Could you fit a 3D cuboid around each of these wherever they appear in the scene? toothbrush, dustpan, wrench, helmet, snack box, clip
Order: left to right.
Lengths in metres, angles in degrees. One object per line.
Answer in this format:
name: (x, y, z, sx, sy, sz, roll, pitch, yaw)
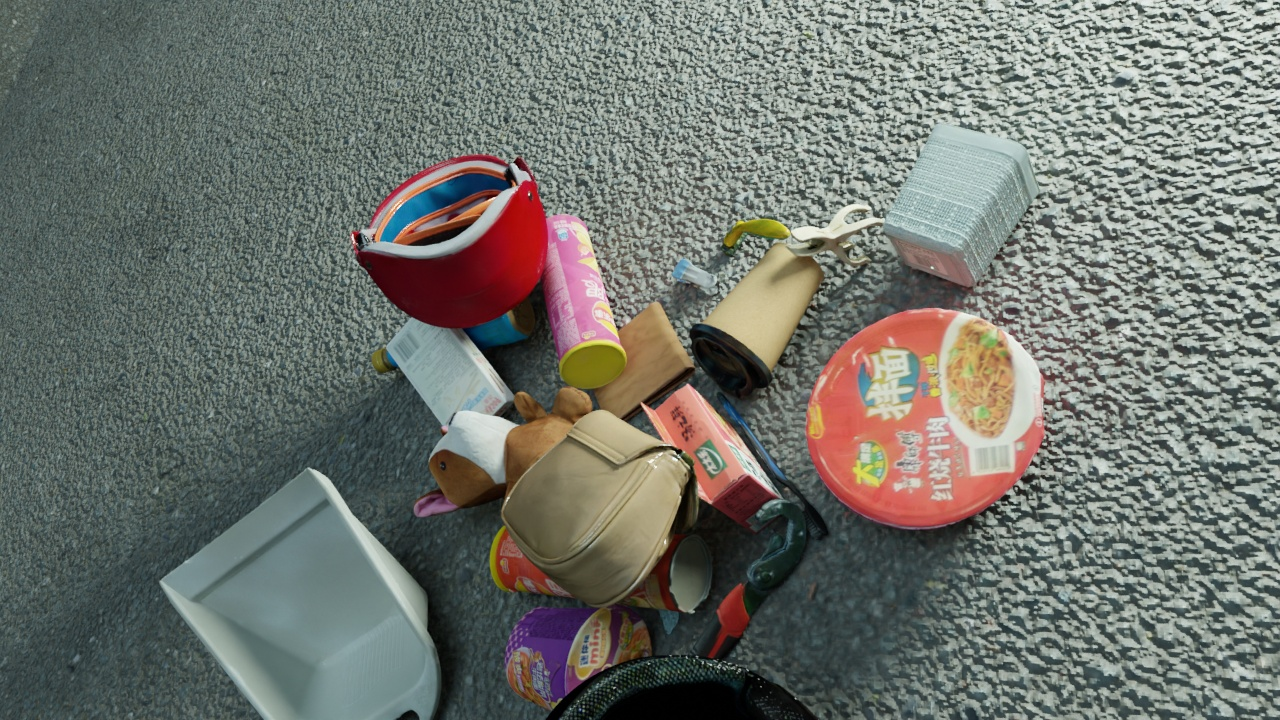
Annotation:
dustpan: (-0.326, 0.284, 0.928, 0.223, 0.258, 0.142, -36, 29, 11)
snack box: (-0.220, 0.014, 1.055, 0.085, 0.026, 0.157, -44, 77, 20)
helmet: (-0.196, -0.124, 1.011, 0.207, 0.144, 0.240, -25, 31, -3)
helmet: (0.028, 0.348, 0.659, 0.233, 0.231, 0.274, -22, 83, -19)
clip: (0.063, -0.089, 0.991, 0.058, 0.038, 0.026, 29, 81, 39)
wrench: (0.064, 0.242, 0.805, 0.273, 0.056, 0.016, -57, 16, 0)
snack box: (0.068, 0.086, 0.827, 0.044, 0.127, 0.113, -39, 53, 8)
toothbrush: (0.119, 0.095, 0.865, 0.016, 0.014, 0.189, -57, 47, 25)
clip: (0.191, -0.127, 0.873, 0.092, 0.103, 0.035, -54, 47, 23)

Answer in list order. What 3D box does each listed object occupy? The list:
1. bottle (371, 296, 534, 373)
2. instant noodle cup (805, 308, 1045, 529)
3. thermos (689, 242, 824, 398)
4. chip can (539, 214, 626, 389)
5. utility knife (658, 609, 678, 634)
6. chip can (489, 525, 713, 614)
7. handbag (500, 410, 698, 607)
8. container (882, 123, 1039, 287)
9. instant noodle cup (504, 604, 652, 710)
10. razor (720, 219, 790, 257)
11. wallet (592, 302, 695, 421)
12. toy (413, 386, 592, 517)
bottle: (-0.233, -0.028, 1.108, 0.219, 0.065, 0.065, -18, 58, 23)
instant noodle cup: (0.242, 0.056, 0.776, 0.194, 0.066, 0.193, -15, 59, 26)
thermos: (0.115, -0.042, 0.894, 0.093, 0.093, 0.143, 27, 73, 38)
chip can: (-0.072, -0.070, 1.017, 0.071, 0.071, 0.210, -30, 48, 15)
utility knife: (0.003, 0.169, 0.893, 0.031, 0.020, 0.196, -31, 53, 20)
chip can: (-0.042, 0.191, 0.865, 0.217, 0.073, 0.073, -4, 64, 35)
handbag: (-0.033, 0.124, 0.781, 0.147, 0.100, 0.205, -50, 22, -9)
container: (0.287, -0.138, 0.833, 0.090, 0.090, 0.111, 29, 86, 39)
instant noodle cup: (-0.061, 0.272, 0.829, 0.099, 0.111, 0.111, -5, 63, 39)
razor: (0.117, -0.130, 0.931, 0.043, 0.028, 0.132, -52, 16, -5)
wallet: (-0.006, 0.006, 0.984, 0.115, 0.020, 0.101, -38, 51, 13)
toy: (-0.144, 0.098, 0.951, 0.200, 0.130, 0.139, -11, 39, 31)
